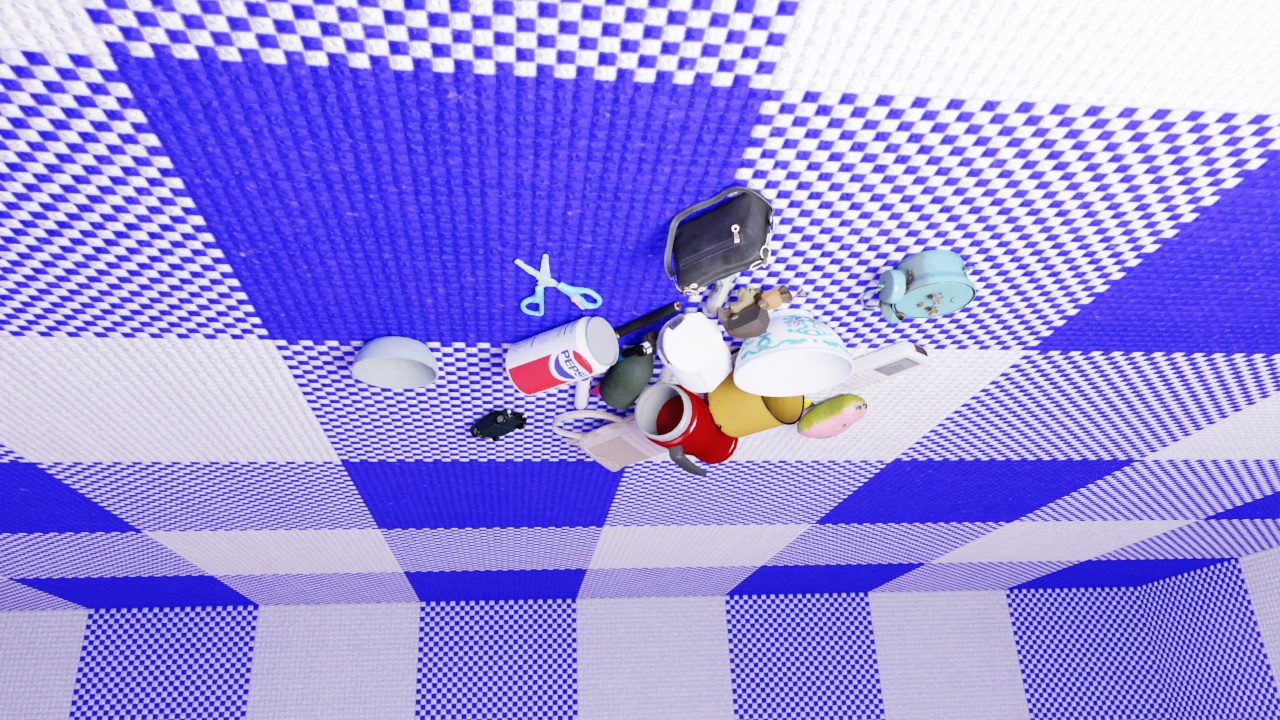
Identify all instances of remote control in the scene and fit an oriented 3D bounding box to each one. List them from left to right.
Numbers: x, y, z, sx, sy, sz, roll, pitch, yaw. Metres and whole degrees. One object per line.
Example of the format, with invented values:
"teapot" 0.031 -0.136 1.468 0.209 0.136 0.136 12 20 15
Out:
"remote control" 0.325 0.009 1.258 0.060 0.025 0.139 19 149 -40

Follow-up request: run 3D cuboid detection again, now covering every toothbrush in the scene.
"toothbrush" -0.028 -0.005 1.155 0.014 0.014 0.168 -29 -174 -24
"toothbrush" 0.095 -0.096 1.000 0.024 0.022 0.186 -17 161 -13

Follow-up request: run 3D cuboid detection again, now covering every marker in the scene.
"marker" -0.084 0.048 1.312 0.020 0.020 0.142 0 156 -6

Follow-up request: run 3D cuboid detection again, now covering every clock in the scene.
"clock" 0.307 -0.080 1.019 0.124 0.053 0.090 -8 155 11

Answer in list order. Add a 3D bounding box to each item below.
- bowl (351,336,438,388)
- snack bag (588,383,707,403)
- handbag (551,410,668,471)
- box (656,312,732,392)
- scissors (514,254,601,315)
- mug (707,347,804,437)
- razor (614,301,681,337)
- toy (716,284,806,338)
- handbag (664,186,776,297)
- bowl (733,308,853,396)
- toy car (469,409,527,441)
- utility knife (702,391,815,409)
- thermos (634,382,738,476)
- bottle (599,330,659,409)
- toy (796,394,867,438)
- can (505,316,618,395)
"bowl" -0.307 -0.001 1.154 0.106 0.039 0.106 -2 157 -1
"snack bag" 0.028 0.053 1.326 0.196 0.016 0.070 10 159 -19
"handbag" -0.046 0.104 1.391 0.197 0.062 0.176 19 149 -42
"box" 0.067 -0.011 1.104 0.080 0.089 0.143 -43 154 0
"scissors" -0.112 -0.081 1.032 0.111 0.015 0.140 -17 146 29
"mug" 0.147 0.039 1.238 0.094 0.100 0.124 -22 109 41
"razor" -0.006 -0.040 1.123 0.145 0.022 0.042 -30 -173 39
"toy" 0.137 -0.062 1.040 0.100 0.076 0.062 -25 113 7
"handbag" 0.076 -0.111 0.889 0.129 0.079 0.054 -22 150 36
"bowl" 0.184 -0.016 1.125 0.144 0.074 0.144 -2 157 -1
"toy car" -0.216 0.095 1.392 0.046 0.034 0.112 17 151 -37
"utility knife" 0.158 0.054 1.354 0.223 0.019 0.031 6 151 -23
"thermos" 0.068 0.102 1.273 0.084 0.108 0.198 -10 161 23
"bottle" -0.007 0.007 1.187 0.055 0.055 0.175 4 154 -16
"toy" 0.294 0.085 1.393 0.089 0.051 0.110 -3 155 -37
"can" -0.098 -0.005 1.127 0.132 0.070 0.070 -18 152 32
